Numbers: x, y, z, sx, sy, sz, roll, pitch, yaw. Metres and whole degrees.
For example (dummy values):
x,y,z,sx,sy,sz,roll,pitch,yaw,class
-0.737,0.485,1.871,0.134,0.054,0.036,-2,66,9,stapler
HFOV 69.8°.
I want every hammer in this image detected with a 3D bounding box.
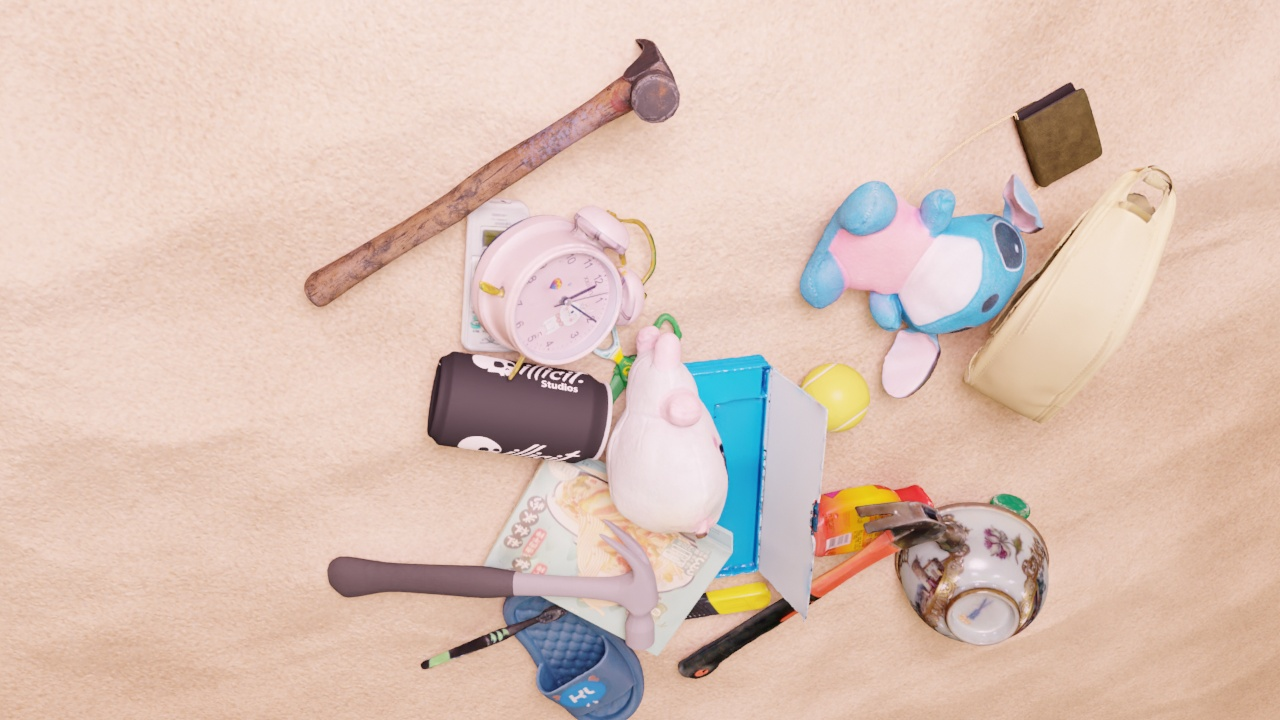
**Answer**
x,y,z,sx,sy,sz,roll,pitch,yaw,class
0.170,0.248,0.958,0.334,0.033,0.133,-41,134,24,hammer
-0.139,0.203,0.851,0.311,0.029,0.125,2,113,6,hammer
-0.120,-0.136,0.697,0.331,0.119,0.033,-29,120,14,hammer

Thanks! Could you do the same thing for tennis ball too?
x,y,z,sx,sy,sz,roll,pitch,yaw,class
0.182,0.035,0.861,0.065,0.065,0.065,-6,119,-10,tennis ball

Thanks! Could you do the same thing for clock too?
x,y,z,sx,sy,sz,roll,pitch,yaw,class
-0.056,-0.061,0.745,0.157,0.059,0.117,-29,130,-18,clock

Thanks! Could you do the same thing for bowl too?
x,y,z,sx,sy,sz,roll,pitch,yaw,class
0.353,0.241,0.967,0.160,0.093,0.160,5,118,9,bowl

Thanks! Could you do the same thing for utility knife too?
x,y,z,sx,sy,sz,roll,pitch,yaw,class
0.055,0.263,0.981,0.174,0.020,0.029,-7,117,-11,utility knife

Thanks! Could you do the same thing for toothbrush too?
x,y,z,sx,sy,sz,roll,pitch,yaw,class
-0.150,0.279,0.917,0.188,0.017,0.014,-27,83,21,toothbrush

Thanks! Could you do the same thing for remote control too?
x,y,z,sx,sy,sz,roll,pitch,yaw,class
-0.121,-0.070,0.759,0.050,0.022,0.133,2,117,-14,remote control

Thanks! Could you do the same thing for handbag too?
x,y,z,sx,sy,sz,roll,pitch,yaw,class
0.365,-0.050,0.794,0.088,0.233,0.190,28,83,15,handbag
0.311,-0.168,0.812,0.178,0.027,0.084,-30,122,10,handbag

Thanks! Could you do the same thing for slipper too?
x,y,z,sx,sy,sz,roll,pitch,yaw,class
-0.066,0.310,0.951,0.104,0.059,0.214,-24,116,9,slipper

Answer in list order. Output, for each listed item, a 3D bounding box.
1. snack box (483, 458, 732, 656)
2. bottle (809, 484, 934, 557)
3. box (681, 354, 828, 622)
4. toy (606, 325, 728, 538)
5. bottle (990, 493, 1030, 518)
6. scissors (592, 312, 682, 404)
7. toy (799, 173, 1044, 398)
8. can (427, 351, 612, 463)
x,y,z,sx,sy,sz,roll,pitch,yaw,class
-0.031,0.178,0.870,0.193,0.044,0.142,29,112,-6,snack box
0.235,0.163,0.952,0.134,0.048,0.071,-9,121,-9,bottle
0.096,0.127,0.863,0.114,0.113,0.244,-6,119,-10,box
0.020,0.060,0.784,0.101,0.139,0.180,-6,103,-17,toy
0.395,0.202,1.015,0.042,0.042,0.110,-1,118,-13,bottle
-0.020,0.006,0.830,0.112,0.012,0.131,25,111,-21,scissors
0.236,-0.074,0.802,0.191,0.098,0.225,13,129,-15,toy
-0.104,0.042,0.788,0.146,0.080,0.080,10,115,-17,can
